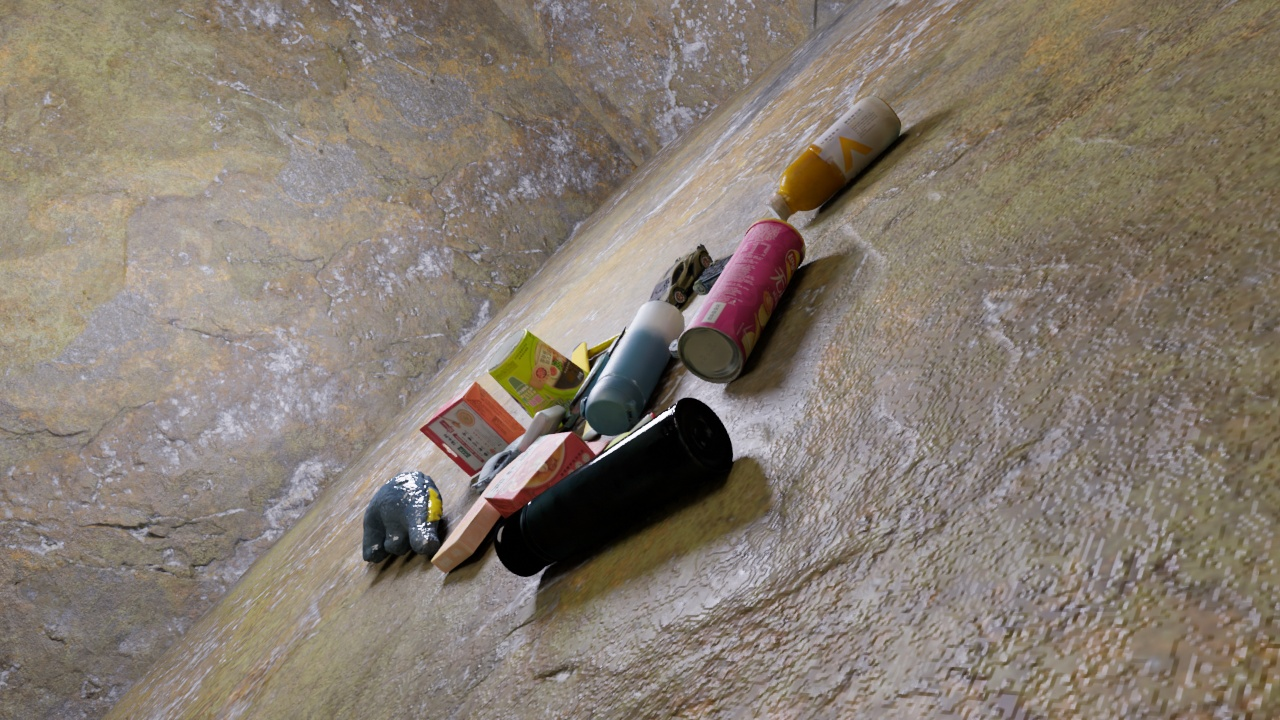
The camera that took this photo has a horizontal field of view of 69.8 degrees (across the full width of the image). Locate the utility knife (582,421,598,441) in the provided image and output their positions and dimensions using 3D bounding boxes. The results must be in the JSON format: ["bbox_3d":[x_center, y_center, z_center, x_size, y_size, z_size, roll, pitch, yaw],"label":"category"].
[{"bbox_3d":[-0.054,0.052,1.177,0.031,0.021,0.204,-35,21,17],"label":"utility knife"}]

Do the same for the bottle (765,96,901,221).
[{"bbox_3d":[0.239,-0.249,1.156,0.189,0.068,0.068,-42,13,4],"label":"bottle"}]

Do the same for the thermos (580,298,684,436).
[{"bbox_3d":[-0.006,0.006,1.078,0.070,0.070,0.219,-34,15,34],"label":"thermos"}]

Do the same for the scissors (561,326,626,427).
[{"bbox_3d":[-0.068,0.038,1.154,0.170,0.019,0.170,-59,2,36],"label":"scissors"}]

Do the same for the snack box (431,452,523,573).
[{"bbox_3d":[-0.188,0.184,1.120,0.085,0.026,0.156,-40,10,46],"label":"snack box"}]

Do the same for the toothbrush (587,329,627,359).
[{"bbox_3d":[-0.046,-0.026,1.413,0.191,0.015,0.016,-28,26,49],"label":"toothbrush"}]

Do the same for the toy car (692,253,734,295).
[{"bbox_3d":[0.110,-0.114,1.190,0.048,0.031,0.106,-52,14,-32],"label":"toy car"}]

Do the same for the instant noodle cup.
[{"bbox_3d":[-0.145,0.023,1.278,0.112,0.123,0.111,-41,21,19],"label":"instant noodle cup"}]

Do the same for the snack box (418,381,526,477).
[{"bbox_3d":[-0.251,0.105,1.381,0.127,0.113,0.044,-32,18,40],"label":"snack box"}]

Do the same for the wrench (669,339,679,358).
[{"bbox_3d":[0.112,-0.081,1.069,0.056,0.016,0.272,-14,24,41],"label":"wrench"}]

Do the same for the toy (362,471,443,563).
[{"bbox_3d":[-0.354,0.235,1.362,0.357,0.091,0.137,-25,50,57],"label":"toy"}]

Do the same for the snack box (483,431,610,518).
[{"bbox_3d":[-0.109,0.125,1.049,0.126,0.044,0.113,-48,14,-23],"label":"snack box"}]

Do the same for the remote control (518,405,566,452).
[{"bbox_3d":[-0.125,0.087,1.175,0.056,0.020,0.136,-60,-5,4],"label":"remote control"}]

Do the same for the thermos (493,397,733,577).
[{"bbox_3d":[-0.030,0.110,0.805,0.243,0.068,0.089,-34,20,33],"label":"thermos"}]

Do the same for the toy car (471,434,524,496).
[{"bbox_3d":[-0.183,0.138,1.252,0.054,0.037,0.120,-30,15,45],"label":"toy car"}]

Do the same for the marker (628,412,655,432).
[{"bbox_3d":[-0.037,0.107,0.956,0.145,0.017,0.017,-42,13,2],"label":"marker"}]

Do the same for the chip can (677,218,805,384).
[{"bbox_3d":[0.109,-0.066,0.958,0.072,0.071,0.209,-30,19,44],"label":"chip can"}]

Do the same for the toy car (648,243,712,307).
[{"bbox_3d":[0.053,-0.112,1.344,0.070,0.042,0.157,-29,22,49],"label":"toy car"}]

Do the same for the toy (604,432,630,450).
[{"bbox_3d":[-0.012,0.094,0.893,0.100,0.031,0.096,-36,16,25],"label":"toy"}]

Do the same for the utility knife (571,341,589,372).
[{"bbox_3d":[-0.088,0.018,1.379,0.033,0.015,0.215,-47,18,13],"label":"utility knife"}]
